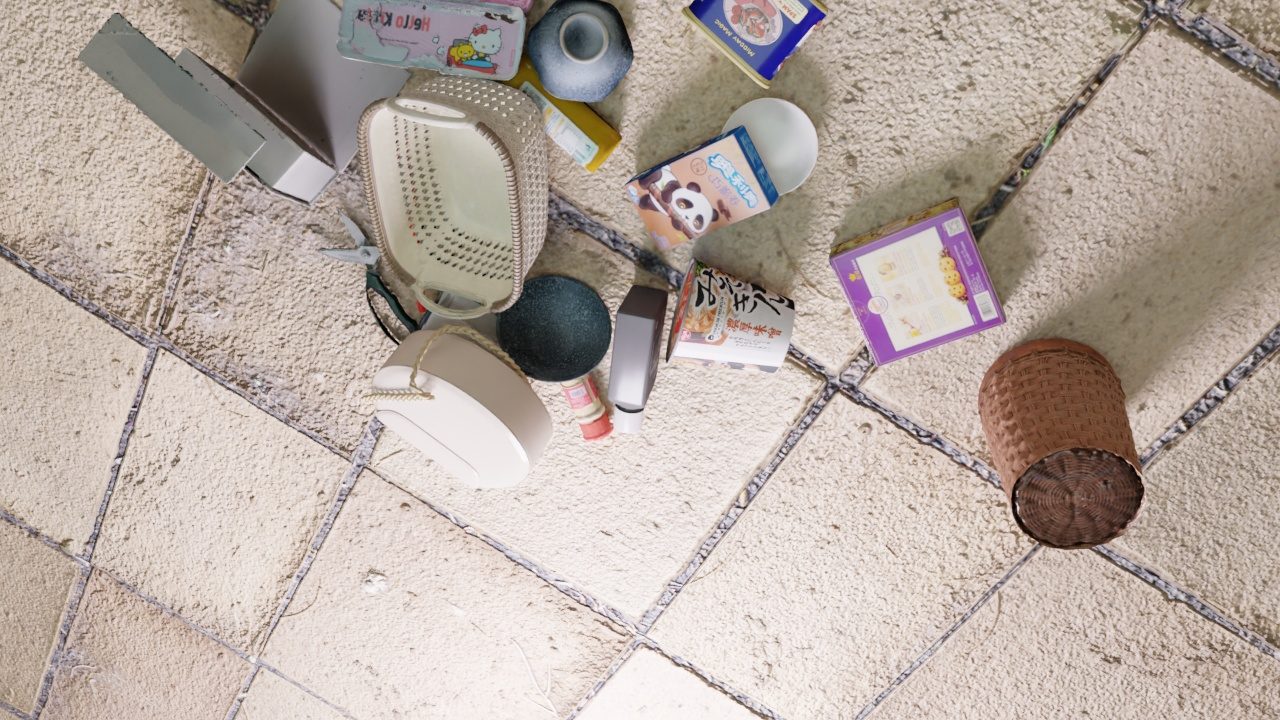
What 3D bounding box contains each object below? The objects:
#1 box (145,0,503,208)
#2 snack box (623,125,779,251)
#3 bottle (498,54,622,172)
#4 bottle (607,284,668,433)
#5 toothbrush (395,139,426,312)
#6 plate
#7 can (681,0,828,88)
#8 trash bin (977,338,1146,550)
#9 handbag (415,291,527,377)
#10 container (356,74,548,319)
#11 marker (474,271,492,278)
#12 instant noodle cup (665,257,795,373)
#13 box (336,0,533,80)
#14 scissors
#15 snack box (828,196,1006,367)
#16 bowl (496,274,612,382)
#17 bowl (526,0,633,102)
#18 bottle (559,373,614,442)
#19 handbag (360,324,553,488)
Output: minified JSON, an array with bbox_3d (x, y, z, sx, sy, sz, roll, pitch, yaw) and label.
[{"bbox_3d":[-0.345,-0.359,1.078,0.167,0.420,0.174,42,155,-9],"label":"box"},{"bbox_3d":[0.064,-0.183,0.992,0.152,0.034,0.087,-17,112,38],"label":"snack box"},{"bbox_3d":[-0.105,-0.284,0.993,0.186,0.053,0.053,41,118,-7],"label":"bottle"},{"bbox_3d":[-0.006,0.006,1.097,0.046,0.083,0.174,12,119,8],"label":"bottle"},{"bbox_3d":[-0.278,-0.161,1.107,0.018,0.012,0.213,3,110,11],"label":"toothbrush"},{"bbox_3d":[0.137,-0.228,0.977,0.104,0.026,0.104,5,117,10],"label":"plate"},{"bbox_3d":[0.115,-0.345,0.907,0.116,0.056,0.092,40,117,-7],"label":"can"},{"bbox_3d":[0.441,0.086,0.954,0.151,0.209,0.151,5,117,10],"label":"trash bin"},{"bbox_3d":[-0.228,0.019,1.163,0.151,0.073,0.176,33,123,-5],"label":"handbag"},{"bbox_3d":[-0.190,-0.182,0.986,0.185,0.142,0.247,17,135,13],"label":"container"},{"bbox_3d":[-0.157,-0.062,1.139,0.138,0.016,0.022,47,148,-12],"label":"marker"},{"bbox_3d":[0.103,-0.041,1.034,0.122,0.123,0.124,14,119,-4],"label":"instant noodle cup"},{"bbox_3d":[-0.210,-0.375,0.956,0.201,0.038,0.152,11,96,9],"label":"box"},{"bbox_3d":[-0.311,-0.100,1.158,0.202,0.015,0.203,5,118,11],"label":"scissors"},{"bbox_3d":[0.301,-0.082,1.000,0.148,0.040,0.143,-21,109,22],"label":"snack box"},{"bbox_3d":[-0.105,-0.030,1.106,0.137,0.136,0.057,25,159,1],"label":"bowl"},{"bbox_3d":[-0.060,-0.324,0.941,0.110,0.055,0.110,-1,96,-6],"label":"bowl"},{"bbox_3d":[-0.071,0.048,1.156,0.044,0.044,0.109,-16,111,20],"label":"bottle"},{"bbox_3d":[-0.216,0.066,1.087,0.210,0.103,0.209,38,145,-10],"label":"handbag"}]
